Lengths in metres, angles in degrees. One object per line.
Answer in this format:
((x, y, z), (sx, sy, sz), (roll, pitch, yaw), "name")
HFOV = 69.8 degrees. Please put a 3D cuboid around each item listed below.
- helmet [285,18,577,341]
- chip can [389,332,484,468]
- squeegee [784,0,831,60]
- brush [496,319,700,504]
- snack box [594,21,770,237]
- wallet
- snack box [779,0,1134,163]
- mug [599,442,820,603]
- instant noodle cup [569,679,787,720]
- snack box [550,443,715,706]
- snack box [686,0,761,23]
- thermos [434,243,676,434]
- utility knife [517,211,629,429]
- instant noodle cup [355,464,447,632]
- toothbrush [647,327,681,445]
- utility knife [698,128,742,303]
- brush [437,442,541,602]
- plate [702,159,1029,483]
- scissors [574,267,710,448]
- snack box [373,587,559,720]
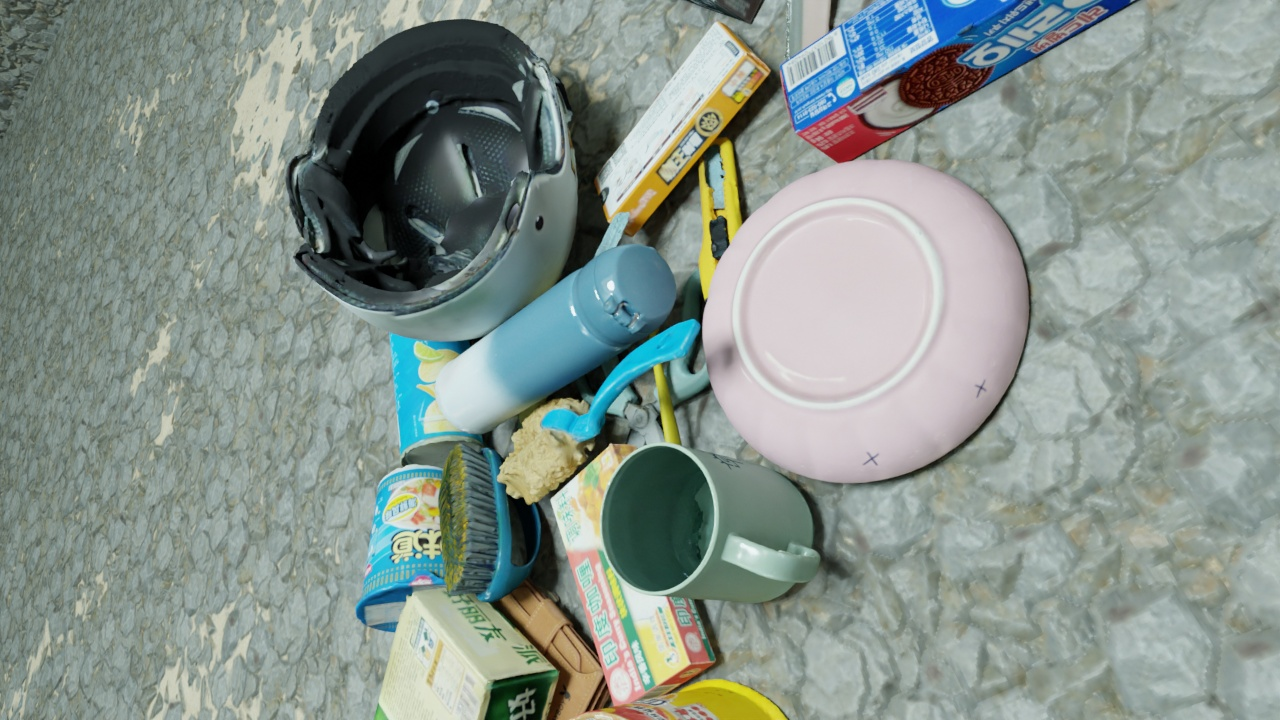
((-0.146, -0.125, 0.733), (0.230, 0.157, 0.273), (-20, 54, 7), "helmet")
((-0.182, -0.010, 0.797), (0.071, 0.071, 0.210), (-33, 57, 32), "chip can")
((0.206, -0.312, 0.546), (0.250, 0.040, 0.247), (5, 97, 39), "squeegee")
((-0.032, 0.032, 0.600), (0.255, 0.046, 0.083), (-41, 17, 55), "brush")
((0.025, -0.168, 0.667), (0.154, 0.026, 0.075), (-48, 32, 21), "snack box")
((-0.078, 0.224, 0.655), (0.132, 0.031, 0.108), (36, 104, 43), "wallet")
((0.180, -0.190, 0.517), (0.208, 0.058, 0.057), (-26, 60, 36), "snack box")
((0.052, 0.098, 0.514), (0.112, 0.106, 0.082), (16, 88, 45), "mug")
((0.013, 0.248, 0.504), (0.138, 0.109, 0.138), (-16, 66, 39), "instant noodle cup")
((-0.009, 0.140, 0.607), (0.077, 0.027, 0.155), (-45, 53, 34), "snack box")
((0.065, -0.327, 0.681), (0.113, 0.053, 0.126), (41, 111, 43), "snack box")
((-0.064, -0.012, 0.648), (0.221, 0.070, 0.070), (-30, 58, 42), "thermos")
((-0.056, -0.023, 0.691), (0.031, 0.022, 0.213), (54, 133, 41), "utility knife")
((-0.174, 0.147, 0.732), (0.099, 0.099, 0.109), (-35, 47, 31), "instant noodle cup")
((0.017, 0.048, 0.607), (0.017, 0.015, 0.190), (-27, 66, 37), "toothbrush")
((0.052, -0.102, 0.629), (0.033, 0.015, 0.170), (-17, 57, 24), "utility knife")
((-0.110, 0.120, 0.682), (0.055, 0.073, 0.143), (-62, 26, 25), "brush")
((0.114, -0.028, 0.520), (0.193, 0.039, 0.192), (-9, 73, 31), "plate")
((-0.004, 0.004, 0.662), (0.181, 0.019, 0.170), (24, 96, 44), "scissors")
((-0.140, 0.291, 0.641), (0.114, 0.063, 0.240), (28, 107, 45), "snack box")
